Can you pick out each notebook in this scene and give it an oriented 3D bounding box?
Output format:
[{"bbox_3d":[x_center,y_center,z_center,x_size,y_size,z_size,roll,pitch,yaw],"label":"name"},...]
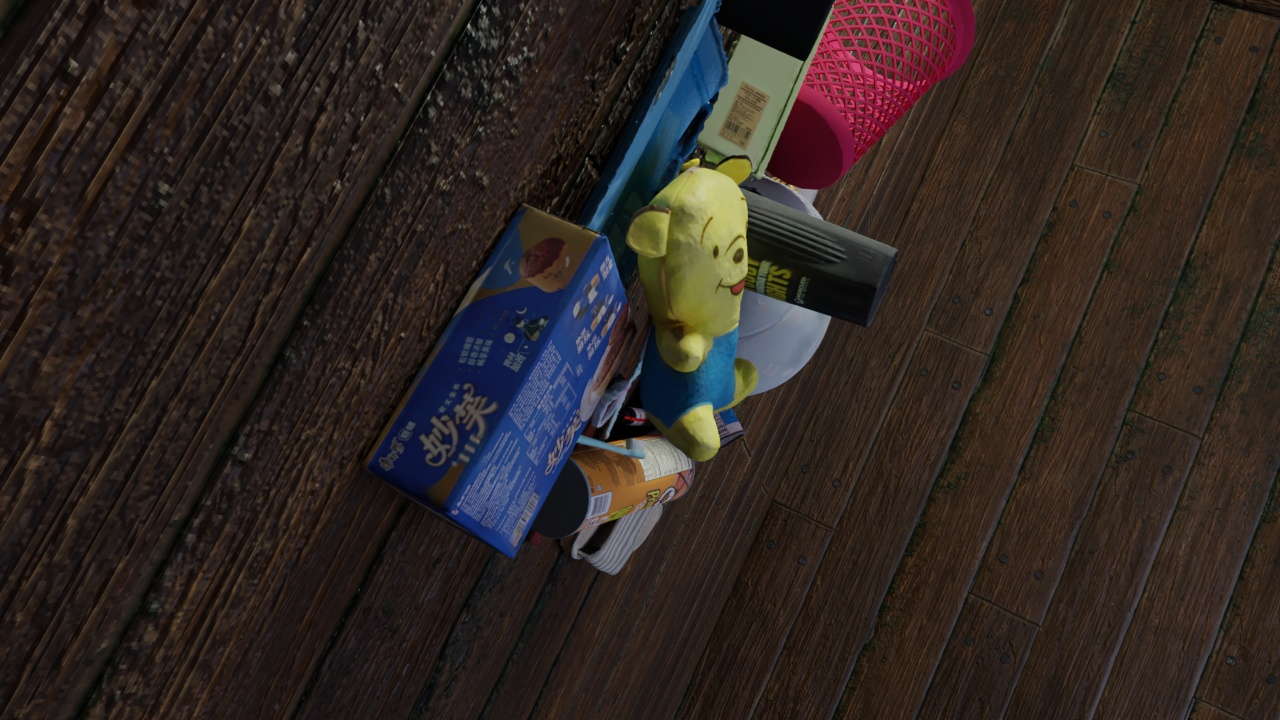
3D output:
[{"bbox_3d":[-0.012,0.096,1.071,0.141,0.008,0.209,-62,163,-15],"label":"notebook"}]

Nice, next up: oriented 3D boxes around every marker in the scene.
[{"bbox_3d":[-0.003,0.061,0.997,0.019,0.019,0.145,-67,163,2],"label":"marker"}]

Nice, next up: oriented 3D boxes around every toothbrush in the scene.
[{"bbox_3d":[-0.060,0.098,0.912,0.189,0.016,0.016,-62,164,-13],"label":"toothbrush"},{"bbox_3d":[-0.052,0.065,0.789,0.180,0.016,0.016,20,71,-50],"label":"toothbrush"}]

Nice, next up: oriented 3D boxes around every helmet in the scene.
[{"bbox_3d":[0.138,-0.078,1.032,0.263,0.164,0.237,-58,162,-27],"label":"helmet"}]

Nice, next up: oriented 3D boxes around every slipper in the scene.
[{"bbox_3d":[-0.021,0.195,1.084,0.114,0.054,0.272,-62,162,-2],"label":"slipper"}]

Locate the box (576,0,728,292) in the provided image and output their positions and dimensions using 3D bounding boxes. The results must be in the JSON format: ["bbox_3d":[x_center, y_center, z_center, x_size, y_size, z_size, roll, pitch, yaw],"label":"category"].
[{"bbox_3d":[0.007,-0.175,0.705,0.231,0.048,0.177,-63,171,-10],"label":"box"}]

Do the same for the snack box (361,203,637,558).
[{"bbox_3d":[-0.085,0.020,0.641,0.202,0.069,0.155,-62,162,-16],"label":"snack box"}]

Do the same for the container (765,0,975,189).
[{"bbox_3d":[0.219,-0.304,0.982,0.225,0.183,0.183,-51,158,-21],"label":"container"}]

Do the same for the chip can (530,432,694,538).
[{"bbox_3d":[-0.026,0.115,0.885,0.214,0.075,0.075,-2,114,-62],"label":"chip can"}]

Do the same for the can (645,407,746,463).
[{"bbox_3d":[0.052,0.092,1.041,0.130,0.044,0.130,-26,169,-6],"label":"can"}]

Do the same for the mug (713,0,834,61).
[{"bbox_3d":[0.113,-0.299,0.773,0.113,0.088,0.078,98,17,-85],"label":"mug"}]

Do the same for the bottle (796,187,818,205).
[{"bbox_3d":[0.205,-0.214,1.236,0.195,0.052,0.052,-67,163,3],"label":"bottle"}]

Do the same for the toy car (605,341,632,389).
[{"bbox_3d":[-0.034,0.007,0.836,0.042,0.036,0.091,-55,161,-37],"label":"toy car"}]

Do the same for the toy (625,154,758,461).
[{"bbox_3d":[0.040,-0.046,0.722,0.148,0.084,0.214,-44,133,-59],"label":"toy"}]

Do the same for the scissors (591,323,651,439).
[{"bbox_3d":[-0.005,0.005,0.849,0.171,0.013,0.172,-63,174,18],"label":"scissors"}]

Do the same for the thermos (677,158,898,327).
[{"bbox_3d":[0.108,-0.102,0.806,0.097,0.221,0.098,-54,158,-35],"label":"thermos"}]

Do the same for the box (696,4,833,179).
[{"bbox_3d":[0.120,-0.269,0.876,0.188,0.077,0.090,-66,162,-4],"label":"box"}]

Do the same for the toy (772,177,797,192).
[{"bbox_3d":[0.173,-0.178,1.152,0.046,0.084,0.103,-15,115,-30],"label":"toy"}]
